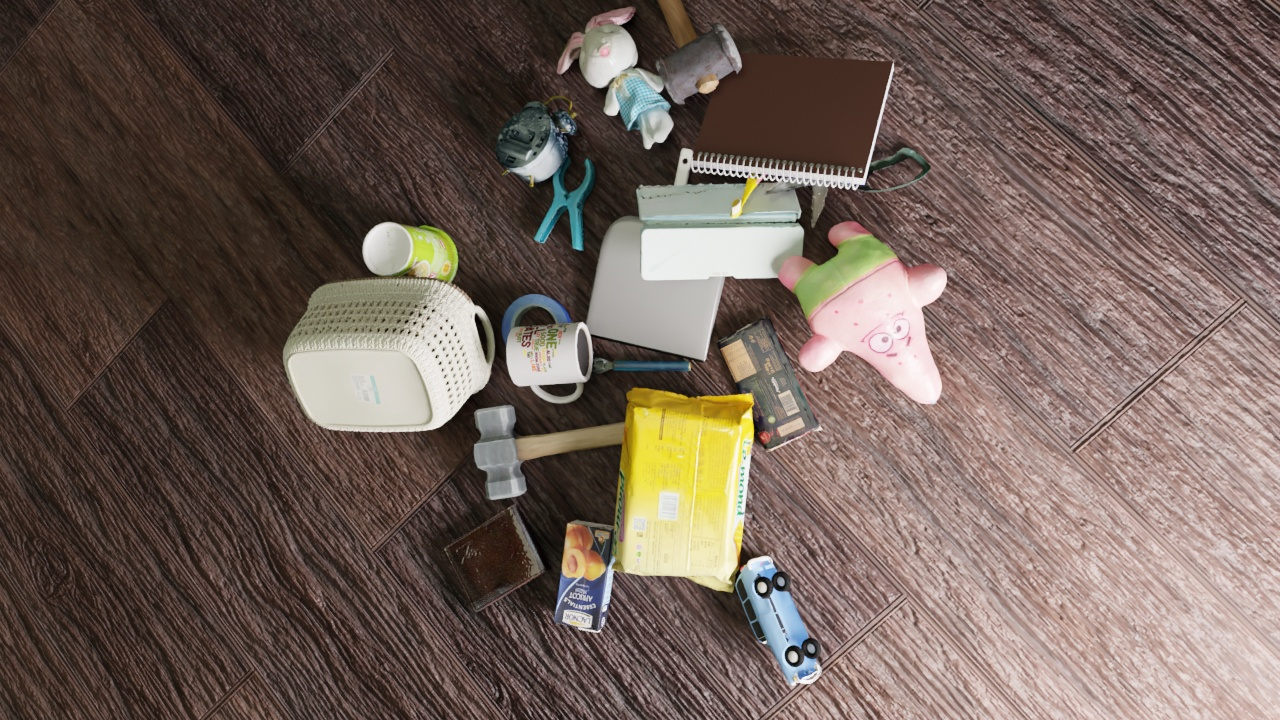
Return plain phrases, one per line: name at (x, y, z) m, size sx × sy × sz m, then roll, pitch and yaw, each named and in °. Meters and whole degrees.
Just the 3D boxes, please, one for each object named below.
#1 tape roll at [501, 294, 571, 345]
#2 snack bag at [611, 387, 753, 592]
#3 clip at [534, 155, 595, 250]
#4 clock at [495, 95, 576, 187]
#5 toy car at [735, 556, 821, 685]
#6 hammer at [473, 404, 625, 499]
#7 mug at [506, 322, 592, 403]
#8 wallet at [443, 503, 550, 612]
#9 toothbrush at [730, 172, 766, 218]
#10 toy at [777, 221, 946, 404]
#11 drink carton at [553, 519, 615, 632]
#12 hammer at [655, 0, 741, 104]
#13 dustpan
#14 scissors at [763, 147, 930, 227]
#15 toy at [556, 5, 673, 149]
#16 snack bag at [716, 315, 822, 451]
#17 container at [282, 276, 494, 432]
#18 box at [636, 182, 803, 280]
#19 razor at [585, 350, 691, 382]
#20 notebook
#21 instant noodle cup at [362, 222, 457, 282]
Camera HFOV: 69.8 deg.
tape roll at (-0.137, -0.041, 1.210) m, size 0.091 × 0.016 × 0.093 m, roll -14°, pitch 84°, yaw 13°
snack bag at (0.049, 0.154, 1.104) m, size 0.160 × 0.068 × 0.247 m, roll 5°, pitch 97°, yaw 7°
clip at (-0.109, -0.212, 1.209) m, size 0.113 × 0.028 × 0.127 m, roll 23°, pitch 94°, yaw 12°
clock at (-0.134, -0.291, 1.194) m, size 0.090 × 0.052 × 0.129 m, roll 28°, pitch 88°, yaw 35°
toy car at (0.162, 0.310, 1.088) m, size 0.055 × 0.056 × 0.153 m, roll -36°, pitch 68°, yaw 31°
hammer at (-0.054, 0.097, 1.169) m, size 0.323 × 0.051 × 0.117 m, roll -10°, pitch 88°, yaw 11°
mug at (-0.111, 0.006, 1.160) m, size 0.090 × 0.073 × 0.105 m, roll -4°, pitch 114°, yaw 13°
wallet at (-0.190, 0.259, 1.203) m, size 0.120 × 0.031 × 0.099 m, roll -31°, pitch 77°, yaw 12°
toothbrush at (0.138, -0.218, 1.111) m, size 0.021 × 0.016 × 0.135 m, roll 17°, pitch 53°, yaw 23°
toy at (0.272, -0.046, 1.070) m, size 0.192 × 0.096 × 0.236 m, roll -37°, pitch 88°, yaw 17°
drink carton at (-0.069, 0.273, 1.165) m, size 0.064 × 0.040 × 0.130 m, roll 8°, pitch 89°, yaw 15°
hammer at (0.027, -0.477, 1.164) m, size 0.098 × 0.052 × 0.328 m, roll -27°, pitch 73°, yaw 15°
dustpan at (0.032, -0.141, 1.168) m, size 0.163 × 0.033 × 0.258 m, roll 13°, pitch 99°, yaw 14°
scissors at (0.233, -0.259, 1.112) m, size 0.201 × 0.015 × 0.204 m, roll -15°, pitch 73°, yaw -5°
toy at (-0.031, -0.356, 1.156) m, size 0.131 × 0.105 × 0.205 m, roll -33°, pitch 78°, yaw 13°
snack bag at (0.157, 0.029, 1.131) m, size 0.075 × 0.018 × 0.155 m, roll -25°, pitch 81°, yaw 11°
container at (-0.325, -0.002, 1.167) m, size 0.246 × 0.142 × 0.185 m, roll -2°, pitch 123°, yaw 15°
box at (0.095, -0.159, 1.118) m, size 0.197 × 0.075 × 0.125 m, roll -1°, pitch 61°, yaw -4°
razor at (-0.007, 0.007, 1.173) m, size 0.144 × 0.022 × 0.042 m, roll 0°, pitch 88°, yaw 14°
notebook at (0.181, -0.292, 1.105) m, size 0.209 × 0.022 × 0.171 m, roll 11°, pitch 73°, yaw 21°
instant noodle cup at (-0.309, -0.138, 1.213) m, size 0.099 × 0.108 × 0.099 m, roll -1°, pitch 88°, yaw 14°
